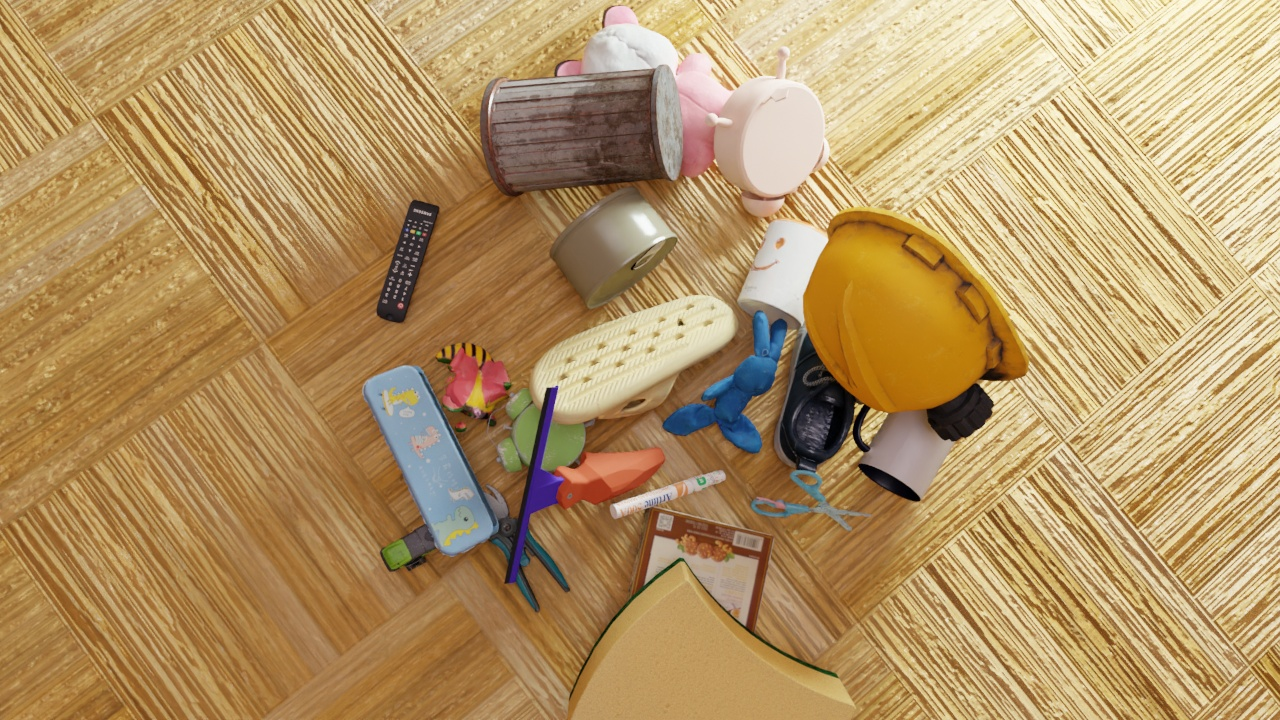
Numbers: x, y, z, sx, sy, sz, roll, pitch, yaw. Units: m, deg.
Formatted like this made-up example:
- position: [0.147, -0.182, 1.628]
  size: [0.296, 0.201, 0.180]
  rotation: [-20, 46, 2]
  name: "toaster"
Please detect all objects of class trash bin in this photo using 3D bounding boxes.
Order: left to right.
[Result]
- position: [-0.069, -0.252, 1.012]
  size: [0.211, 0.130, 0.130]
  rotation: [-1, 80, 16]
  name: "trash bin"

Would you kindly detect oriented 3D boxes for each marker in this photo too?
- position: [0.032, 0.146, 1.015]
  size: [0.145, 0.017, 0.017]
  rotation: [-14, 82, -30]
  name: "marker"

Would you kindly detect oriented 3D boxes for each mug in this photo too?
- position: [0.168, -0.099, 1.059]
  size: [0.082, 0.082, 0.105]
  rotation: [24, 81, -1]
  name: "mug"
- position: [0.292, 0.089, 1.038]
  size: [0.112, 0.079, 0.096]
  rotation: [35, 79, -8]
  name: "mug"

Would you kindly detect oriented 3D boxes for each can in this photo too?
- position: [-0.030, -0.125, 1.024]
  size: [0.127, 0.128, 0.073]
  rotation: [-36, 84, -10]
  name: "can"

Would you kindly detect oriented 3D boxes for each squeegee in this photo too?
- position: [-0.043, 0.124, 0.984]
  size: [0.184, 0.250, 0.055]
  rotation: [-14, 39, -43]
  name: "squeegee"

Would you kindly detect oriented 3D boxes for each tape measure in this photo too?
- position: [-0.244, 0.204, 0.986]
  size: [0.065, 0.059, 0.036]
  rotation: [-28, 85, -11]
  name: "tape measure"

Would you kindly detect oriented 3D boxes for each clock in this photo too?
- position: [-0.110, 0.082, 1.019]
  size: [0.119, 0.043, 0.094]
  rotation: [11, 79, -12]
  name: "clock"
- position: [0.156, -0.251, 1.051]
  size: [0.131, 0.160, 0.086]
  rotation: [-44, 49, -10]
  name: "clock"

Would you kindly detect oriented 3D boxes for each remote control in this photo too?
- position: [-0.267, -0.116, 1.057]
  size: [0.033, 0.015, 0.146]
  rotation: [15, 80, -2]
  name: "remote control"

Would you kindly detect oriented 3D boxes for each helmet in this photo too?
- position: [0.254, -0.021, 0.933]
  size: [0.255, 0.205, 0.131]
  rotation: [46, 76, -16]
  name: "helmet"

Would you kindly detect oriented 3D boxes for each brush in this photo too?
- position: [0.070, 0.353, 0.948]
  size: [0.250, 0.075, 0.195]
  rotation: [38, 93, -5]
  name: "brush"

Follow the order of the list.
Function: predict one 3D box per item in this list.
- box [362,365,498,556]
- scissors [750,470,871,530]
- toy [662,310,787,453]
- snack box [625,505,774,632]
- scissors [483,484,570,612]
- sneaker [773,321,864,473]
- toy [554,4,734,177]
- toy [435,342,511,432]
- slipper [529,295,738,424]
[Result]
- position: [-0.232, 0.110, 0.982]
  size: [0.078, 0.073, 0.210]
  rotation: [-23, 83, -41]
  name: "box"
- position: [0.196, 0.154, 1.020]
  size: [0.138, 0.120, 0.015]
  rotation: [4, 49, -1]
  name: "scissors"
- position: [0.116, 0.032, 1.033]
  size: [0.112, 0.071, 0.176]
  rotation: [26, 104, -26]
  name: "toy"
- position: [0.062, 0.248, 1.015]
  size: [0.143, 0.041, 0.147]
  rotation: [14, 80, -3]
  name: "snack box"
- position: [-0.135, 0.211, 1.015]
  size: [0.131, 0.019, 0.149]
  rotation: [13, 81, -4]
  name: "scissors"
- position: [0.216, 0.018, 1.041]
  size: [0.089, 0.087, 0.235]
  rotation: [20, 79, -2]
  name: "sneaker"
- position: [0.018, -0.320, 1.080]
  size: [0.213, 0.084, 0.142]
  rotation: [37, 84, 0]
  name: "toy"
- position: [-0.188, 0.025, 1.025]
  size: [0.084, 0.046, 0.103]
  rotation: [-13, 73, -25]
  name: "toy"
- position: [-0.006, 0.006, 1.032]
  size: [0.261, 0.079, 0.111]
  rotation: [-26, 52, -22]
  name: "slipper"
